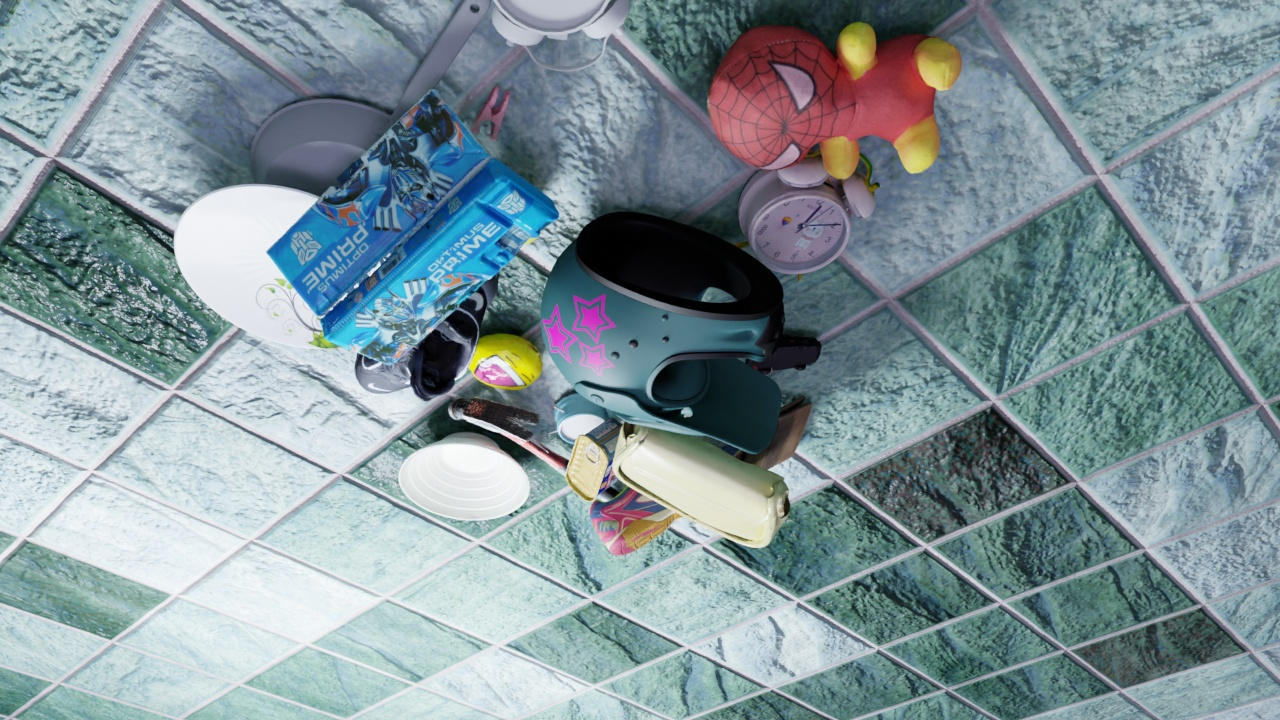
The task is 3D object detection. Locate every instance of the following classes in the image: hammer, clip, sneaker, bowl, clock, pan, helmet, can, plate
[{"bbox_3d":[-0.104,0.139,1.235,0.141,0.036,0.326,6,155,44],"label":"hammer"},{"bbox_3d":[-0.138,-0.232,0.876,0.060,0.023,0.044,-30,134,30],"label":"clip"},{"bbox_3d":[0.041,0.162,1.239,0.241,0.091,0.116,-31,152,-9],"label":"sneaker"},{"bbox_3d":[-0.247,-0.003,1.026,0.097,0.150,0.253,27,131,-27],"label":"sneaker"},{"bbox_3d":[-0.236,0.146,1.251,0.176,0.057,0.177,0,137,0],"label":"bowl"},{"bbox_3d":[0.170,-0.155,0.930,0.116,0.058,0.158,21,132,-22],"label":"clock"},{"bbox_3d":[-0.246,-0.212,0.886,0.200,0.050,0.358,29,132,-27],"label":"pan"},{"bbox_3d":[-0.070,-0.312,0.762,0.120,0.061,0.159,-4,136,4],"label":"clock"},{"bbox_3d":[0.027,-0.021,0.962,0.275,0.175,0.201,21,133,10],"label":"helmet"},{"bbox_3d":[-0.050,0.124,1.156,0.054,0.058,0.100,39,134,21],"label":"can"},{"bbox_3d":[-0.056,0.077,1.196,0.123,0.042,0.088,5,137,-13],"label":"clock"},{"bbox_3d":[-0.359,-0.099,0.955,0.229,0.030,0.230,1,139,1],"label":"plate"}]

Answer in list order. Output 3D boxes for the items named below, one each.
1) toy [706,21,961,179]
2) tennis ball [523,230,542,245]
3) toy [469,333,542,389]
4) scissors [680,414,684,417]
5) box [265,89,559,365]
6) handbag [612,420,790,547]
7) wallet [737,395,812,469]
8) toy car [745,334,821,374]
[{"bbox_3d":[0.166,-0.234,0.819,0.216,0.098,0.148,1,126,-2],"label":"toy"},{"bbox_3d":[-0.128,-0.149,0.932,0.065,0.065,0.065,0,137,0],"label":"tennis ball"},{"bbox_3d":[-0.165,0.002,1.111,0.094,0.041,0.095,-15,137,21],"label":"toy"},{"bbox_3d":[0.056,0.026,1.120,0.125,0.011,0.130,-22,118,-23],"label":"scissors"},{"bbox_3d":[-0.219,-0.110,0.865,0.244,0.070,0.171,-39,118,16],"label":"box"},{"bbox_3d":[0.076,0.133,1.098,0.233,0.088,0.191,26,159,-4],"label":"handbag"},{"bbox_3d":[0.171,0.106,1.198,0.098,0.027,0.121,-22,145,-30],"label":"wallet"},{"bbox_3d":[0.170,-0.012,1.101,0.091,0.036,0.042,-6,136,-9],"label":"toy car"}]
